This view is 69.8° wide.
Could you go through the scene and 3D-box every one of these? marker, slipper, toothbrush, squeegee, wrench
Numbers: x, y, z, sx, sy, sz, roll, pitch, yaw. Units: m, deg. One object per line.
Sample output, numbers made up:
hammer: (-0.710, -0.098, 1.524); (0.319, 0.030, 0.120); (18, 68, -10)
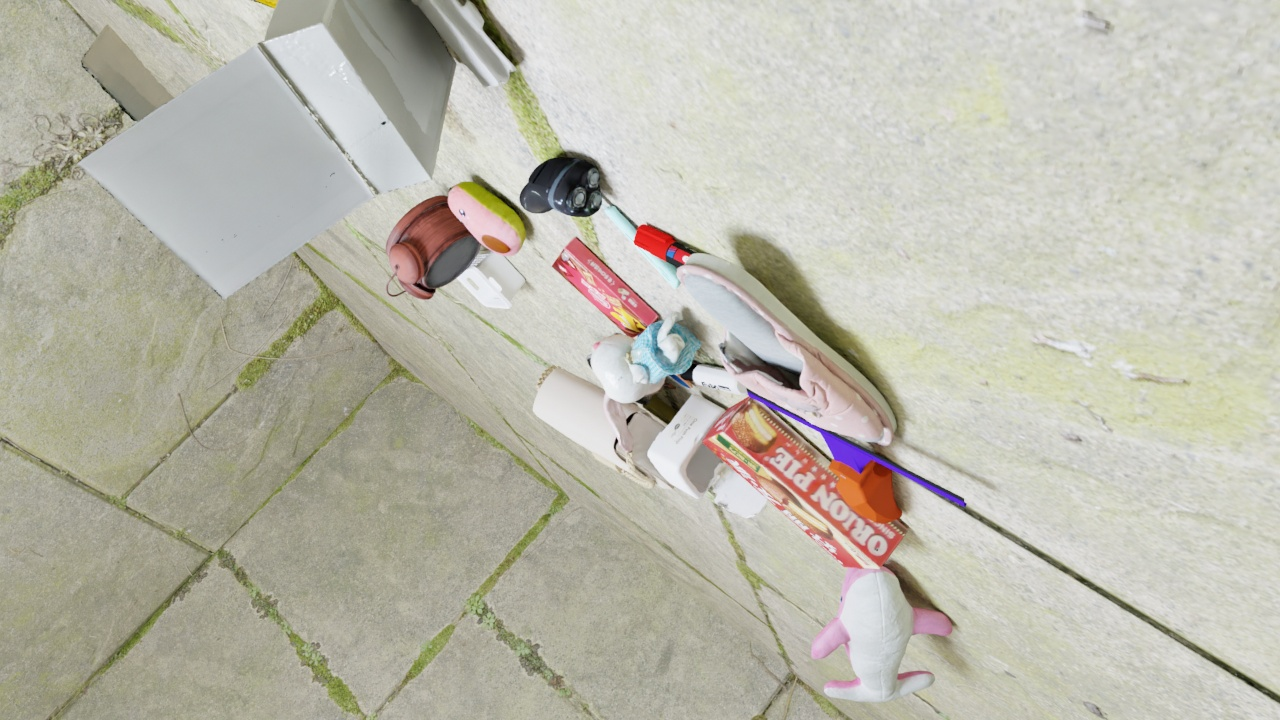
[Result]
marker: (0.082, 0.019, 1.045); (0.025, 0.025, 0.126); (48, 164, -25)
slipper: (0.126, 0.006, 0.798); (0.274, 0.054, 0.114); (40, 166, -28)
toothbrush: (0.017, -0.009, 1.146); (0.135, 0.017, 0.022); (46, 163, -14)
marker: (0.052, -0.088, 0.830); (0.145, 0.021, 0.023); (31, 133, 35)
squeegee: (0.229, 0.127, 0.930); (0.250, 0.055, 0.184); (28, 171, 41)
wrench: (0.087, 0.110, 1.301); (0.273, 0.018, 0.084); (34, 164, 25)

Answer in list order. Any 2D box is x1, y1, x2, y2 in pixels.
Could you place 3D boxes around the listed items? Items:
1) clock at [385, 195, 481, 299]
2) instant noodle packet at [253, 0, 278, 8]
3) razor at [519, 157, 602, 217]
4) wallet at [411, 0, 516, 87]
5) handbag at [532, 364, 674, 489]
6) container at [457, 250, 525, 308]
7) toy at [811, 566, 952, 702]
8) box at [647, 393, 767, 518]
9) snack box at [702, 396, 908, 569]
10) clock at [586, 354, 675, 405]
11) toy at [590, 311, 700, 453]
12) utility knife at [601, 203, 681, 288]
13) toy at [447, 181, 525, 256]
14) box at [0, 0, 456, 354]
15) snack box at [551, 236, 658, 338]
clock: (-0.289, -0.147, 1.249); (0.072, 0.157, 0.121); (44, 166, 11)
instant noodle packet: (-0.358, -0.429, 0.802); (0.163, 0.084, 0.222); (30, 155, 33)
razor: (-0.080, -0.163, 0.894); (0.063, 0.053, 0.141); (38, 170, -21)
wallet: (-0.154, -0.285, 0.777); (0.116, 0.032, 0.086); (48, 175, -28)
handbag: (-0.032, 0.091, 1.259); (0.211, 0.103, 0.208); (25, 170, 33)
container: (-0.222, -0.123, 1.354); (0.081, 0.049, 0.129); (48, 164, -22)
toy: (0.315, 0.352, 1.238); (0.127, 0.187, 0.266); (-92, -7, -57)
box: (0.104, 0.133, 1.155); (0.137, 0.108, 0.124); (30, 164, 40)
snack box: (0.186, 0.144, 1.070); (0.236, 0.060, 0.113); (42, 166, 1)
clock: (-0.028, 0.011, 1.238); (0.104, 0.056, 0.148); (47, 164, -33)
toy: (-0.006, 0.006, 1.036); (0.105, 0.130, 0.206); (26, 149, -4)
utility knife: (-0.004, -0.120, 0.895); (0.129, 0.015, 0.022); (47, 166, -7)
toy: (-0.188, -0.174, 1.123); (0.110, 0.051, 0.090); (43, 164, -1)
box: (-0.291, -0.182, 0.750); (0.150, 0.368, 0.167); (27, 160, 35)
snack box: (-0.043, -0.082, 1.077); (0.133, 0.021, 0.089); (42, 164, -5)
